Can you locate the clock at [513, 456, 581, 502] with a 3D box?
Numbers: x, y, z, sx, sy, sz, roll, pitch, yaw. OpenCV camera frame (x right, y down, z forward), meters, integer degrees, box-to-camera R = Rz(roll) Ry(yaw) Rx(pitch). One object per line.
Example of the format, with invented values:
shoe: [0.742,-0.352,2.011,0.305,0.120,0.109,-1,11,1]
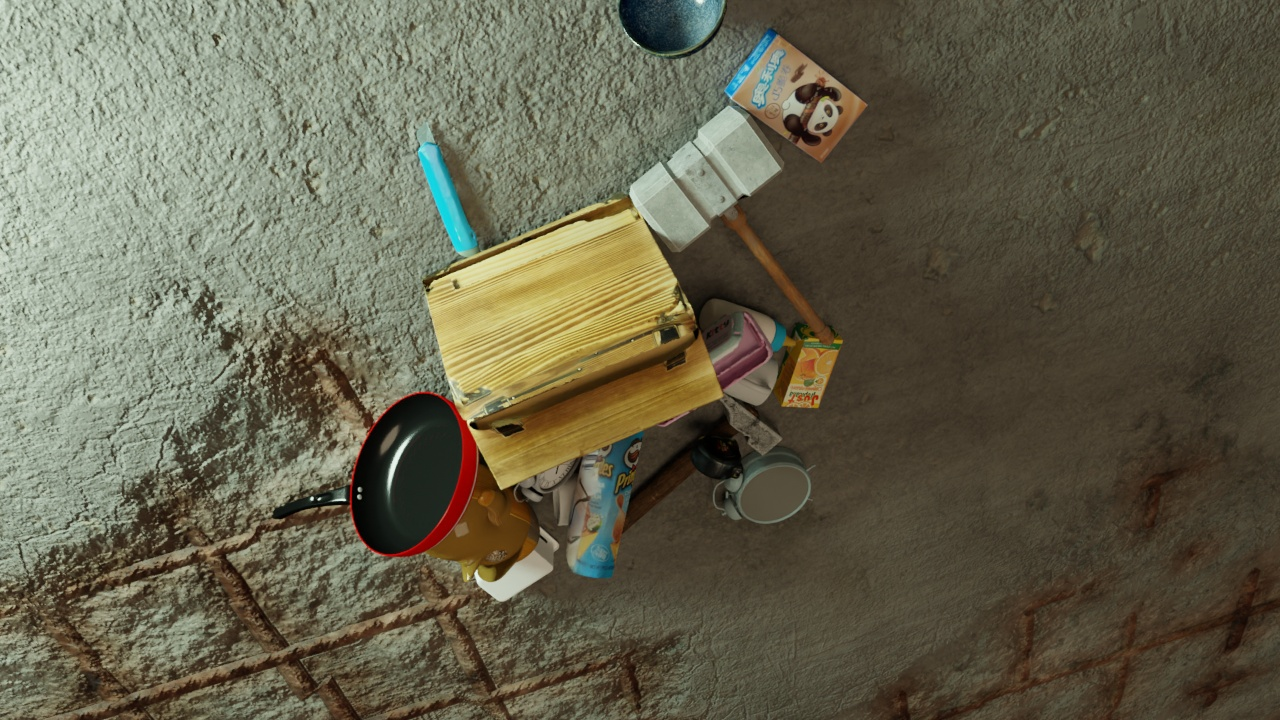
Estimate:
clock: [-0.129,0.145,1.258,0.122,0.035,0.095,-47,152,-22]

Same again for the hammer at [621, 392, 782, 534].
hammer: [0.031,0.145,1.345,0.301,0.037,0.217,-43,123,16]

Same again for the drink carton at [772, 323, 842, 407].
drink carton: [0.235,0.011,1.303,0.058,0.041,0.123,3,123,-17]

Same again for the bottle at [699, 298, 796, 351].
bottle: [0.150,-0.042,1.239,0.146,0.051,0.051,17,117,-24]

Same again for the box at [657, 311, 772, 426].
box: [0.063,0.014,1.178,0.203,0.095,0.088,-35,82,30]

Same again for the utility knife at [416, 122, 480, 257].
utility knife: [-0.224,-0.193,1.064,0.031,0.015,0.174,-18,125,-5]

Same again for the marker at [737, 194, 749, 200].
marker: [0.074,-0.196,1.139,0.138,0.016,0.022,-16,97,-2]

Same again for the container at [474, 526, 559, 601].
container: [-0.191,0.308,1.388,0.129,0.049,0.081,-34,125,9]

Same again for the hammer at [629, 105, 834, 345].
hammer: [0.147,-0.132,1.119,0.163,0.082,0.317,-38,113,10]

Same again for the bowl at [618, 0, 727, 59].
bowl: [0.038,-0.371,0.975,0.114,0.060,0.114,0,88,12]

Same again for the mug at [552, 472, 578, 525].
mug: [-0.080,0.208,1.344,0.090,0.073,0.111,-2,149,-13]

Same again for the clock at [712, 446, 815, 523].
clock: [0.188,0.196,1.413,0.159,0.045,0.123,-10,124,-10]

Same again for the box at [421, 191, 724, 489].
box: [-0.083,-0.027,1.062,0.279,0.257,0.215,-22,117,-2]

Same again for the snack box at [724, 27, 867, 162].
snack box: [0.184,-0.309,1.078,0.151,0.034,0.087,27,114,-27]

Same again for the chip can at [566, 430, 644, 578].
chip can: [-0.051,0.178,1.258,0.079,0.080,0.229,13,88,-22]

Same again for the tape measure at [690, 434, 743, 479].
tape measure: [0.108,0.136,1.292,0.072,0.071,0.042,18,122,-17]

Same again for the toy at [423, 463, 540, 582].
toy: [-0.228,0.227,1.268,0.199,0.162,0.203,-15,146,35]

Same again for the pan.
pan: [-0.347,0.167,1.198,0.357,0.208,0.067,-21,150,30]

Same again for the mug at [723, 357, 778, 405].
mug: [0.135,0.019,1.244,0.089,0.107,0.071,21,101,-17]
